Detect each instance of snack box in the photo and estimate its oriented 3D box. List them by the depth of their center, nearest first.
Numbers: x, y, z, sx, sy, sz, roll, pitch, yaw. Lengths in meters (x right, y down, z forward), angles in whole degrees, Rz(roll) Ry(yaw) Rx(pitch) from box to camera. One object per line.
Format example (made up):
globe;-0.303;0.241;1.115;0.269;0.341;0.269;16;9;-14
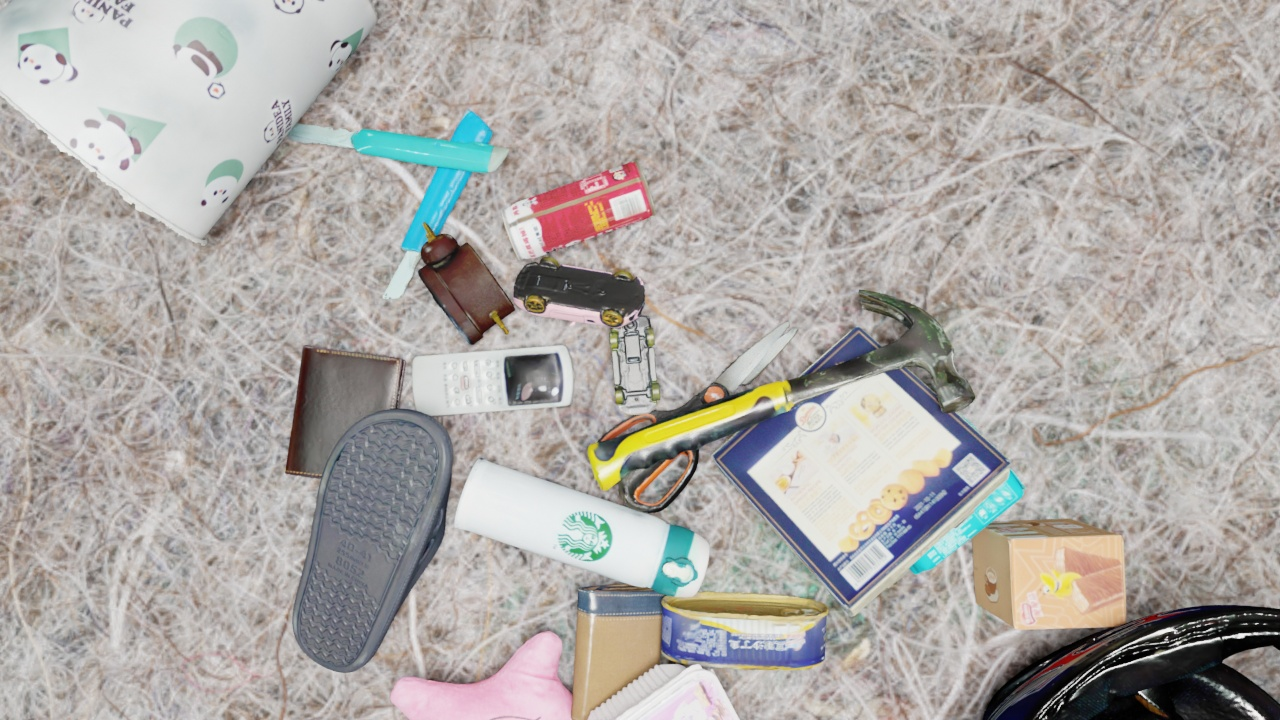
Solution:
snack box;0.187;0.092;0.796;0.178;0.046;0.182;-42;61;0
snack box;0.354;0.185;0.804;0.094;0.093;0.077;-2;89;0

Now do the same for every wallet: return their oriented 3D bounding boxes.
wallet;-0.019;0.260;0.821;0.090;0.033;0.115;8;81;-34
wallet;-0.275;0.052;0.856;0.096;0.020;0.122;8;88;-4

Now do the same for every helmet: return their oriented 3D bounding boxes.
helmet;0.418;0.333;0.723;0.316;0.240;0.247;-38;59;7

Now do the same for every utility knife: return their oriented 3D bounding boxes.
utility knife;-0.229;-0.201;0.853;0.223;0.013;0.029;11;89;9
utility knife;-0.192;-0.142;0.858;0.034;0.018;0.194;27;90;12

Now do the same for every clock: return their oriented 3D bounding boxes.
clock;-0.163;-0.071;0.825;0.055;0.082;0.122;-35;89;-4

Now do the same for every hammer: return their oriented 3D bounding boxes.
hammer;0.108;0.035;0.795;0.323;0.032;0.126;-20;61;6

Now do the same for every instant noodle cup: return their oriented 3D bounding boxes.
instant noodle cup;0.021;0.342;0.792;0.138;0.060;0.173;-32;115;-13

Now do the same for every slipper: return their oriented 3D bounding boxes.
slipper;-0.236;0.155;0.831;0.111;0.083;0.268;27;107;9

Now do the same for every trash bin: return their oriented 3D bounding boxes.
trash bin;-0.375;-0.265;0.771;0.229;0.230;0.251;42;84;2

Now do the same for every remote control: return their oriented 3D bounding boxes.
remote control;-0.137;0.019;0.852;0.150;0.021;0.058;-5;89;2

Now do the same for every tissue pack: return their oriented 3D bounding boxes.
tissue pack;0.267;0.121;0.828;0.133;0.050;0.093;-39;88;0

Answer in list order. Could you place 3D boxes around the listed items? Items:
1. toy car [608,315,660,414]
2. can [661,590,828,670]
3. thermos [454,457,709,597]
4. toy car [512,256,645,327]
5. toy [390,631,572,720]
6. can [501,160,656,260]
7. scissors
toy car;-0.005;0.005;0.842;0.042;0.035;0.090;-5;85;2
can;0.092;0.240;0.818;0.148;0.074;0.049;2;91;1
thermos;-0.050;0.154;0.822;0.224;0.073;0.073;18;89;1
toy car;-0.056;-0.059;0.838;0.122;0.037;0.056;10;59;7
toy;-0.114;0.338;0.820;0.194;0.074;0.178;-14;100;-11
can;-0.056;-0.136;0.837;0.133;0.053;0.053;-19;88;1
scissors;0.047;0.033;0.845;0.143;0.022;0.234;21;72;23
